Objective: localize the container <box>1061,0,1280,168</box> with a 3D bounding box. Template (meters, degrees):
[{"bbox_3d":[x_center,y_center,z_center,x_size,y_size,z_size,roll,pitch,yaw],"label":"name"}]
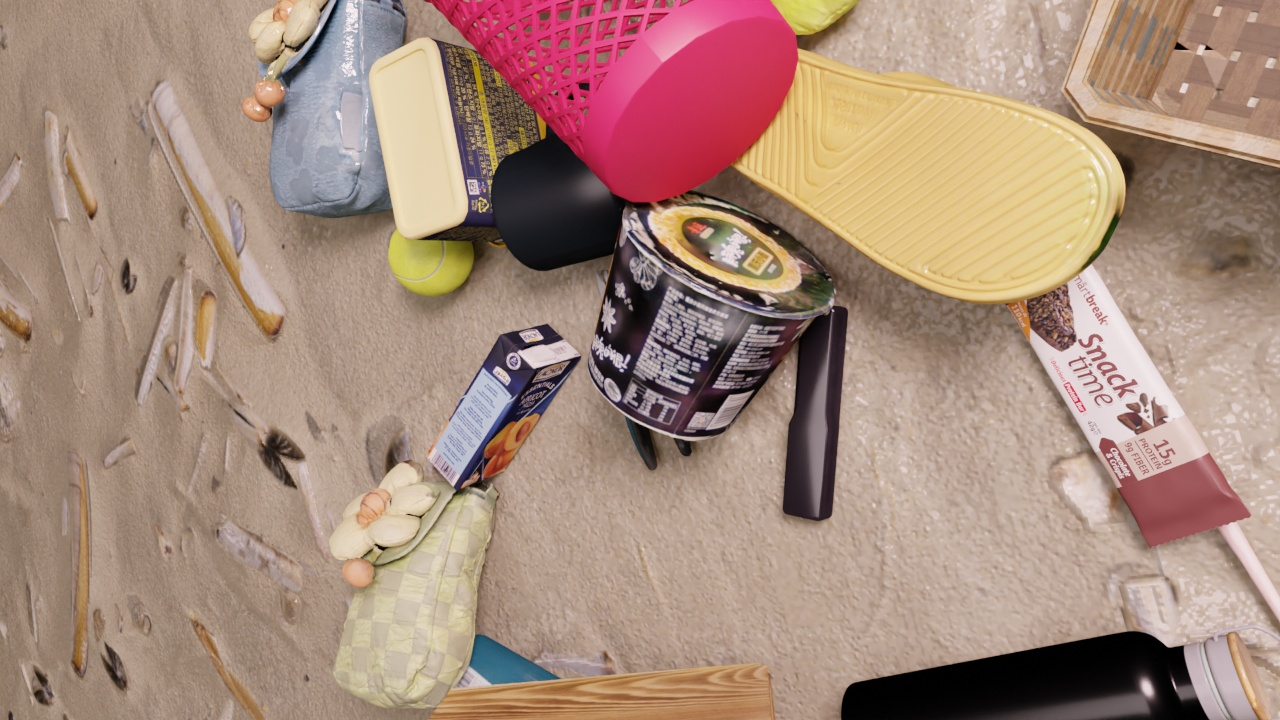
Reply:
[{"bbox_3d":[0.303,-0.132,0.334,0.250,0.186,0.158,25,109,28],"label":"container"}]

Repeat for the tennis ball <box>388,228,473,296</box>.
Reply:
[{"bbox_3d":[-0.163,-0.083,0.717,0.065,0.065,0.065,4,98,33],"label":"tennis ball"}]

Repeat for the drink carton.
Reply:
[{"bbox_3d":[-0.103,0.034,0.693,0.040,0.064,0.130,43,117,15],"label":"drink carton"}]

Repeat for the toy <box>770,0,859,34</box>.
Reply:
[{"bbox_3d":[0.083,-0.237,0.552,0.115,0.046,0.092,-9,90,40],"label":"toy"}]

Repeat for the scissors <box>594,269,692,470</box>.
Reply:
[{"bbox_3d":[-0.007,0.010,0.654,0.128,0.019,0.140,25,107,29],"label":"scissors"}]

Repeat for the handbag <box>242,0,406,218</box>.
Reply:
[{"bbox_3d":[-0.254,-0.212,0.731,0.122,0.118,0.192,3,91,33],"label":"handbag"}]

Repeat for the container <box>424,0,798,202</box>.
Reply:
[{"bbox_3d":[-0.027,-0.215,0.530,0.184,0.182,0.225,-47,66,28],"label":"container"}]

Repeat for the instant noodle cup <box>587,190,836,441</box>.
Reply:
[{"bbox_3d":[0.032,-0.025,0.563,0.137,0.137,0.112,40,123,23],"label":"instant noodle cup"}]

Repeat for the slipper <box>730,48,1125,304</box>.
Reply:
[{"bbox_3d":[0.144,-0.108,0.511,0.263,0.078,0.100,39,116,42],"label":"slipper"}]

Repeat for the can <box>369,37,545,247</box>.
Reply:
[{"bbox_3d":[-0.125,-0.153,0.660,0.075,0.104,0.135,-11,89,33],"label":"can"}]

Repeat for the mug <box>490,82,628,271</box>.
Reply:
[{"bbox_3d":[-0.039,-0.129,0.622,0.095,0.085,0.121,-9,83,33],"label":"mug"}]

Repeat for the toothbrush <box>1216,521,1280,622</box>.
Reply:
[{"bbox_3d":[0.303,0.100,0.465,0.018,0.015,0.181,-33,78,37],"label":"toothbrush"}]

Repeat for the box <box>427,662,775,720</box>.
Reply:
[{"bbox_3d":[-0.052,0.364,0.499,0.282,0.315,0.279,-7,95,9],"label":"box"}]

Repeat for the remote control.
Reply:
[{"bbox_3d":[0.110,0.033,0.582,0.032,0.015,0.136,8,100,32],"label":"remote control"}]

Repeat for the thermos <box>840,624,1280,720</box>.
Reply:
[{"bbox_3d":[0.226,0.187,0.497,0.232,0.061,0.061,-25,82,33],"label":"thermos"}]

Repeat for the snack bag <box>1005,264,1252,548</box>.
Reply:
[{"bbox_3d":[0.247,0.018,0.478,0.057,0.013,0.158,-42,69,51],"label":"snack bag"}]

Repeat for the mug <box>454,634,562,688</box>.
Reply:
[{"bbox_3d":[-0.098,0.268,0.713,0.121,0.078,0.078,22,107,34],"label":"mug"}]

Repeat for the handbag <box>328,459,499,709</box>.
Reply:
[{"bbox_3d":[-0.185,0.167,0.711,0.113,0.117,0.186,-12,55,31],"label":"handbag"}]
